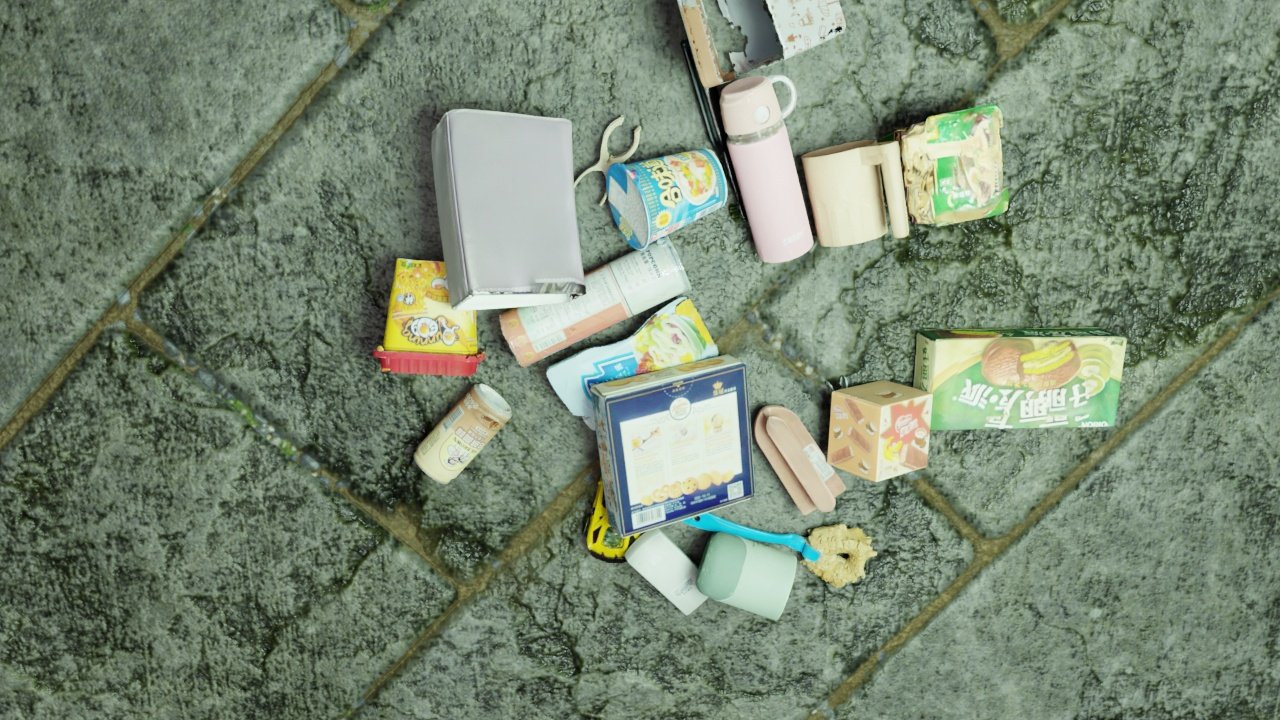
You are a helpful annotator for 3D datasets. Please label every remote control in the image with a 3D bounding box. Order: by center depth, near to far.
[{"bbox_3d":[0.038,0.264,1.149,0.056,0.019,0.135,-42,119,1],"label":"remote control"}]

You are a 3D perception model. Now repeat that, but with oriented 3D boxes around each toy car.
[{"bbox_3d":[-0.025,0.173,1.129,0.071,0.041,0.156,13,101,-8],"label":"toy car"}]

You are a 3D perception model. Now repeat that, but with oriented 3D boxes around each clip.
[{"bbox_3d":[-0.027,-0.222,1.034,0.076,0.034,0.104,20,106,-9],"label":"clip"},{"bbox_3d":[0.249,0.048,1.130,0.028,0.024,0.056,-18,98,-4],"label":"clip"}]

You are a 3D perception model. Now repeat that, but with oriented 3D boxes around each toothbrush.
[{"bbox_3d":[0.087,-0.258,1.039,0.027,0.026,0.213,-7,109,33],"label":"toothbrush"}]

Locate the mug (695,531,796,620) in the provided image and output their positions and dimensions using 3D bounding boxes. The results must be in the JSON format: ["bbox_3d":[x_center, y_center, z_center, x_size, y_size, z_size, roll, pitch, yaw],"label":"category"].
[{"bbox_3d":[0.127,0.263,1.133,0.106,0.112,0.082,17,78,4],"label":"mug"}]

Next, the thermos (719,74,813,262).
[{"bbox_3d":[0.146,-0.213,1.011,0.087,0.067,0.199,-25,119,-11],"label":"thermos"}]

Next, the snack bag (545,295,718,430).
[{"bbox_3d":[-0.006,0.006,1.084,0.191,0.038,0.110,-31,131,2],"label":"snack bag"}]

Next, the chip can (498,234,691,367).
[{"bbox_3d":[-0.053,-0.067,1.050,0.215,0.071,0.071,-25,105,2],"label":"chip can"}]

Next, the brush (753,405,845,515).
[{"bbox_3d":[0.189,0.117,1.116,0.063,0.073,0.145,-33,103,4],"label":"brush"}]

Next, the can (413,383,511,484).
[{"bbox_3d":[-0.209,0.086,1.082,0.058,0.058,0.116,41,97,-13],"label":"can"}]

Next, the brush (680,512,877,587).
[{"bbox_3d":[0.173,0.225,1.159,0.254,0.045,0.083,15,112,-4],"label":"brush"}]

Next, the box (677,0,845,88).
[{"bbox_3d":[0.086,-0.385,0.946,0.158,0.148,0.181,-27,105,-14],"label":"box"}]

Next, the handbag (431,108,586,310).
[{"bbox_3d":[-0.139,-0.158,0.977,0.144,0.099,0.197,-5,84,-24],"label":"handbag"}]

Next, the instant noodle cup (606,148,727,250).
[{"bbox_3d":[0.033,-0.185,1.012,0.109,0.099,0.099,-22,106,-19],"label":"instant noodle cup"}]

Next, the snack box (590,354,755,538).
[{"bbox_3d":[0.042,0.099,1.081,0.177,0.046,0.183,-13,110,-19],"label":"snack box"}]

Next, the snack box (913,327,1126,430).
[{"bbox_3d":[0.458,0.021,1.119,0.240,0.063,0.114,0,105,-5],"label":"snack box"}]

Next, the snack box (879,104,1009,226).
[{"bbox_3d":[0.330,-0.218,1.027,0.117,0.105,0.118,-11,106,-6],"label":"snack box"}]

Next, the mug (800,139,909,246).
[{"bbox_3d":[0.244,-0.187,1.021,0.084,0.125,0.103,-23,109,-29],"label":"mug"}]

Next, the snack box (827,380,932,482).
[{"bbox_3d":[0.286,0.082,1.095,0.092,0.077,0.094,-9,107,-34],"label":"snack box"}]

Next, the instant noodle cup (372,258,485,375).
[{"bbox_3d":[-0.232,-0.048,1.026,0.116,0.116,0.123,3,92,-5],"label":"instant noodle cup"}]
